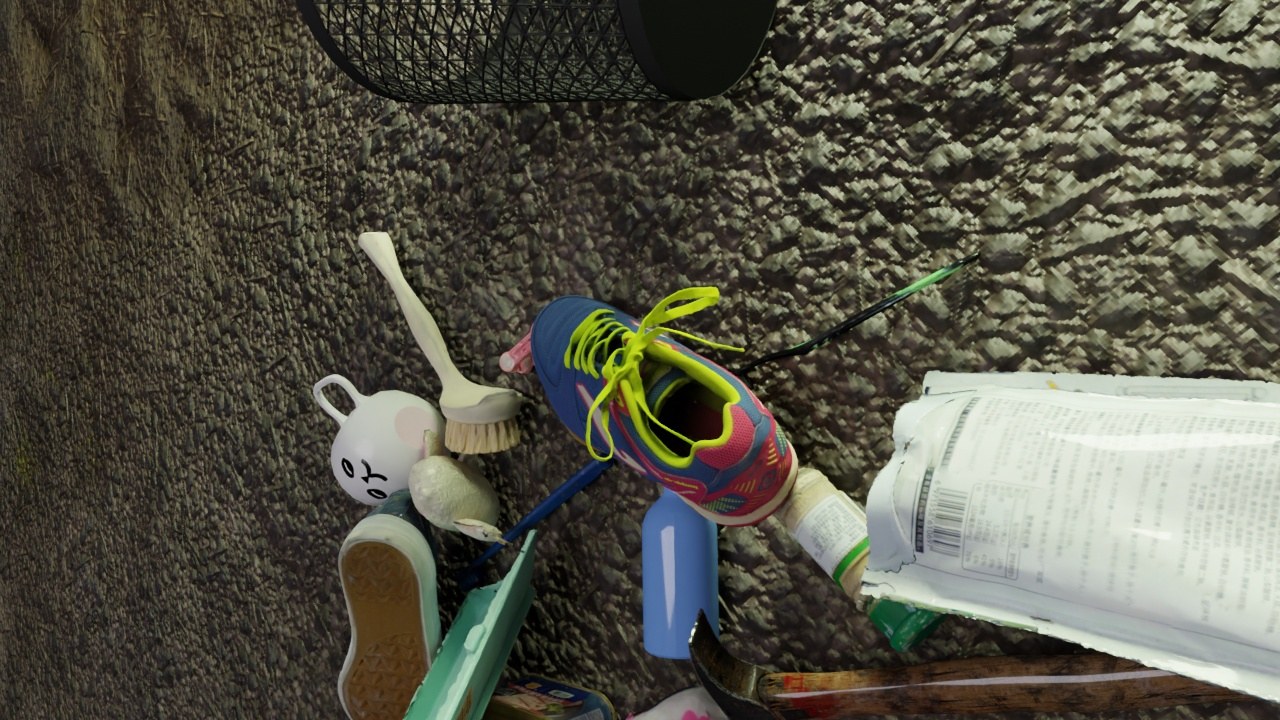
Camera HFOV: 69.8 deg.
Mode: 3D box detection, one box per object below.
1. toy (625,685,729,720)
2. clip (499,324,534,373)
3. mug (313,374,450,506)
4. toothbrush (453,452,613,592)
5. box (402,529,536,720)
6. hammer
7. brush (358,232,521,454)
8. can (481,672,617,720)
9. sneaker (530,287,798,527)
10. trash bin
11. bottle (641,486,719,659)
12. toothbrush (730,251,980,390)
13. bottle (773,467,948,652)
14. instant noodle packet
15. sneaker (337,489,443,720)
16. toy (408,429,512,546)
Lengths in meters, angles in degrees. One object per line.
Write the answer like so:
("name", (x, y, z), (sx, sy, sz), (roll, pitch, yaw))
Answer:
("toy", (0.036, 0.306, 0.540), (0.138, 0.085, 0.209), (-24, 75, 9))
("clip", (-0.076, -0.010, 0.693), (0.060, 0.041, 0.023), (-35, 70, 21))
("mug", (-0.209, 0.057, 0.734), (0.124, 0.090, 0.076), (46, 131, -9))
("toothbrush", (-0.083, 0.125, 0.689), (0.190, 0.016, 0.017), (-42, 71, 30))
("box", (-0.119, 0.217, 0.620), (0.056, 0.186, 0.138), (35, 136, -12))
("hammer", (0.181, 0.149, 0.435), (0.331, 0.033, 0.120), (-17, 122, 32))
("brush", (-0.172, -0.023, 0.747), (0.272, 0.062, 0.077), (50, 124, 34))
("can", (-0.072, 0.260, 0.648), (0.100, 0.059, 0.054), (-1, 87, 38))
("sneaker", (-0.004, 0.004, 0.562), (0.116, 0.091, 0.242), (-50, 46, -7))
("trash bin", (-0.056, -0.259, 0.570), (0.243, 0.216, 0.217), (18, 99, 31))
("bottle", (0.025, 0.117, 0.581), (0.048, 0.048, 0.131), (-3, 86, 39))
("toothbrush", (0.113, -0.015, 0.537), (0.189, 0.014, 0.017), (-30, 83, 34))
("bottle", (0.120, 0.107, 0.509), (0.110, 0.042, 0.043), (46, 115, 31))
("instant noodle packet", (0.237, 0.070, 0.398), (0.270, 0.057, 0.146), (6, 61, 39))
("sneaker", (-0.186, 0.205, 0.724), (0.087, 0.079, 0.236), (10, 121, 4))
("toy", (-0.137, 0.103, 0.690), (0.050, 0.087, 0.112), (-34, 55, 12))
